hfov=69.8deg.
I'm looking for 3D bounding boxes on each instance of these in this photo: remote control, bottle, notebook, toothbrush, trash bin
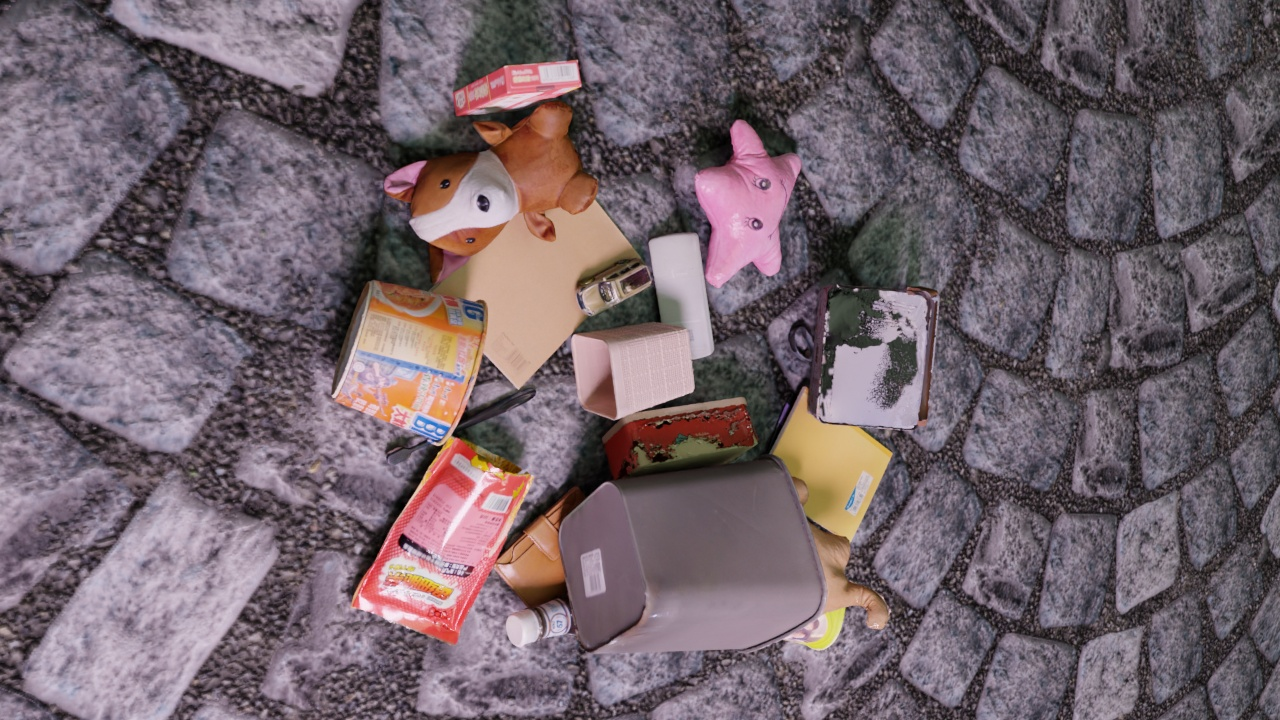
[{"bbox_3d":[0.049,-0.075,1.077,0.058,0.021,0.150,-5,105,16],"label":"remote control"},{"bbox_3d":[-0.063,0.285,1.051,0.194,0.044,0.080,-4,107,-41],"label":"bottle"},{"bbox_3d":[0.252,0.145,1.237,0.206,0.010,0.145,34,79,-32],"label":"notebook"},{"bbox_3d":[-0.110,-0.093,1.008,0.211,0.012,0.149,-48,118,-14],"label":"notebook"},{"bbox_3d":[0.164,0.133,1.193,0.014,0.017,0.189,27,83,-39],"label":"toothbrush"},{"bbox_3d":[-0.191,0.069,0.988,0.180,0.018,0.016,-25,109,-25],"label":"toothbrush"},{"bbox_3d":[0.046,0.221,1.007,0.219,0.199,0.198,2,59,-32],"label":"trash bin"}]

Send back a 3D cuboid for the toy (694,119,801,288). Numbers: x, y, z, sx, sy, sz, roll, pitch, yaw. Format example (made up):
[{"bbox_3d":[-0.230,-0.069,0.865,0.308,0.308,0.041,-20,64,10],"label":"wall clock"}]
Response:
[{"bbox_3d":[0.118,-0.178,1.079,0.178,0.075,0.194,14,90,-43],"label":"toy"}]

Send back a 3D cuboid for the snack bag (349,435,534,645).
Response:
[{"bbox_3d":[-0.206,0.192,0.975,0.128,0.073,0.208,29,89,-25],"label":"snack bag"}]

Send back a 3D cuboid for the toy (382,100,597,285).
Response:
[{"bbox_3d":[-0.144,-0.169,0.917,0.199,0.130,0.140,-25,108,-10],"label":"toy"}]

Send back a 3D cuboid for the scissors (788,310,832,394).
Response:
[{"bbox_3d":[0.247,0.010,1.222,0.165,0.014,0.163,15,93,-32],"label":"scissors"}]

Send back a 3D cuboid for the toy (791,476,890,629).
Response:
[{"bbox_3d":[0.198,0.250,1.120,0.143,0.083,0.226,-34,75,-15],"label":"toy"}]

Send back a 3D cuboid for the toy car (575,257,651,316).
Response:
[{"bbox_3d":[-0.030,-0.082,1.030,0.090,0.035,0.042,-29,112,-21],"label":"toy car"}]

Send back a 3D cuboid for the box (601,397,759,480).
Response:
[{"bbox_3d":[0.050,0.101,1.068,0.168,0.092,0.077,-8,69,-28],"label":"box"}]

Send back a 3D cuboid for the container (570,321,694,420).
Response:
[{"bbox_3d":[-0.006,0.006,1.039,0.110,0.090,0.090,-14,104,-30],"label":"container"}]

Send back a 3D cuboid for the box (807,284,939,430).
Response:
[{"bbox_3d":[0.297,-0.011,1.196,0.158,0.205,0.181,4,98,7],"label":"box"}]

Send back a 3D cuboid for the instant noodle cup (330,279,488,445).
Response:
[{"bbox_3d":[-0.226,-0.004,0.887,0.111,0.151,0.151,19,89,-22],"label":"instant noodle cup"}]

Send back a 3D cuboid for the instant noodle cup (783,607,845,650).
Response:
[{"bbox_3d":[0.181,0.310,1.184,0.123,0.112,0.111,13,92,-22],"label":"instant noodle cup"}]

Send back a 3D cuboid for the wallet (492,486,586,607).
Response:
[{"bbox_3d":[-0.095,0.222,1.057,0.131,0.031,0.108,-42,117,-18],"label":"wallet"}]

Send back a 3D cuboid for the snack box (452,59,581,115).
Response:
[{"bbox_3d":[-0.123,-0.263,0.890,0.075,0.153,0.025,-13,102,-27],"label":"snack box"}]
